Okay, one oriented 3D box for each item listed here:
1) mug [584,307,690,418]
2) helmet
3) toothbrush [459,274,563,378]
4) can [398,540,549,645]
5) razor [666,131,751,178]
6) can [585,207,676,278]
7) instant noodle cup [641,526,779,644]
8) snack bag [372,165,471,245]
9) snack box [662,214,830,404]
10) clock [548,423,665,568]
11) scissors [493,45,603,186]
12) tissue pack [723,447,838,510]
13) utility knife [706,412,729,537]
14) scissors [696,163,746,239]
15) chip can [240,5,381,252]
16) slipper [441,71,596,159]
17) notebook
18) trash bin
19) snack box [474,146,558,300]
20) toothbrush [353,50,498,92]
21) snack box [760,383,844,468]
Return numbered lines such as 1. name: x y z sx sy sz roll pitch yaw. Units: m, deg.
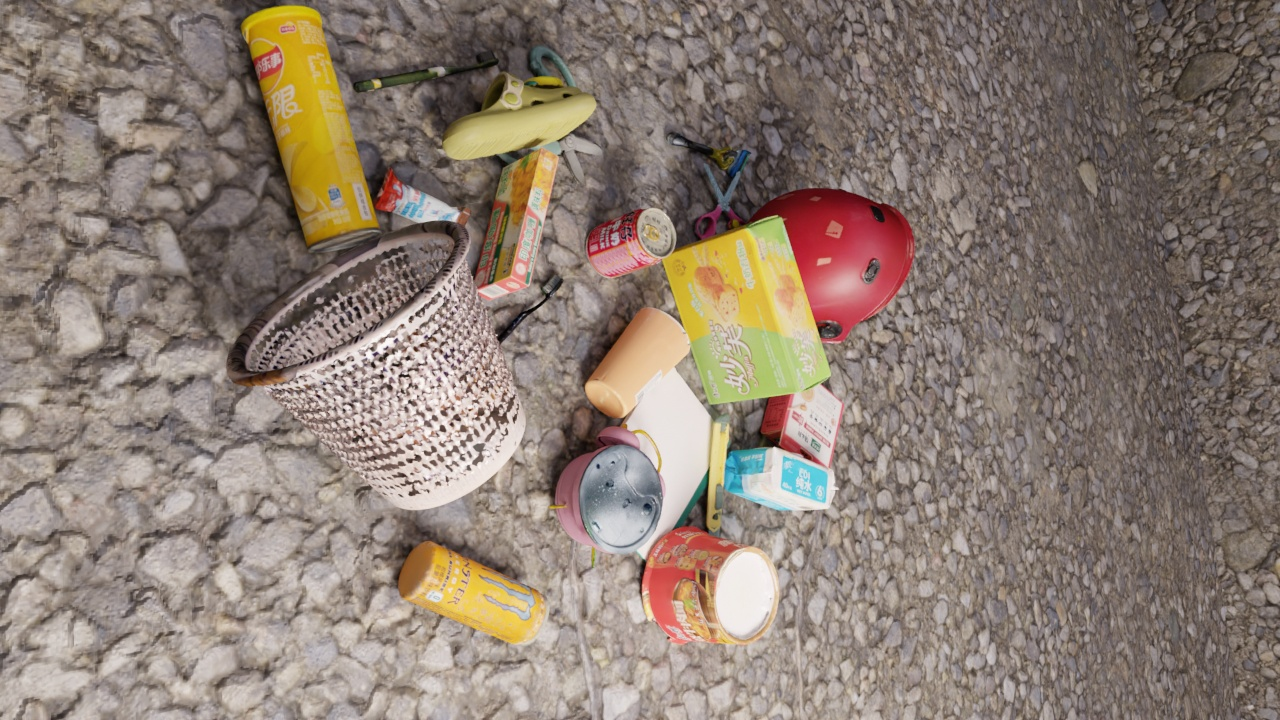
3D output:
1. mug: -0.006 0.006 1.069 0.078 0.078 0.122 53 57 -21
2. helmet: 0.216 -0.134 1.186 0.143 0.241 0.206 19 72 -30
3. toothbrush: -0.141 -0.037 0.996 0.016 0.014 0.189 54 53 -19
4. can: -0.161 0.229 0.895 0.146 0.058 0.058 34 61 -32
5. razor: 0.087 -0.284 1.243 0.142 0.022 0.043 9 114 -39
6. can: -0.011 -0.138 1.076 0.066 0.094 0.066 10 75 -40
7. instant noodle cup: 0.088 0.264 1.067 0.137 0.109 0.138 4 83 -40
8. snack bag: -0.223 -0.156 0.938 0.104 0.026 0.048 27 77 -35
9. snack box: 0.129 -0.057 1.141 0.069 0.158 0.210 -23 97 -40
10. clock: -0.026 0.140 1.015 0.158 0.060 0.117 -46 113 -34
11. scissors: -0.119 -0.276 1.060 0.178 0.019 0.170 -27 101 -42
12. tissue pack: 0.180 0.153 1.192 0.140 0.090 0.063 23 67 -36
13. utility knife: 0.095 0.171 1.158 0.031 0.022 0.213 10 87 -39
14. scissors: 0.111 -0.205 1.248 0.134 0.017 0.133 -41 113 -34
15. chip can: -0.302 -0.211 0.848 0.071 0.072 0.213 -19 94 -42
16. slipper: -0.132 -0.270 0.976 0.190 0.092 0.081 -26 98 -37
17. notebook: 0.024 0.125 1.111 0.150 0.012 0.208 51 54 -24
18. trash bin: -0.208 0.016 0.809 0.226 0.228 0.192 -51 127 -35
19. snack box: -0.133 -0.146 0.981 0.027 0.077 0.155 25 66 -36
20. toothbrush: -0.225 -0.308 0.976 0.185 0.012 0.017 -29 95 -41
21. snack box: 0.224 0.090 1.273 0.113 0.044 0.126 37 58 -31
